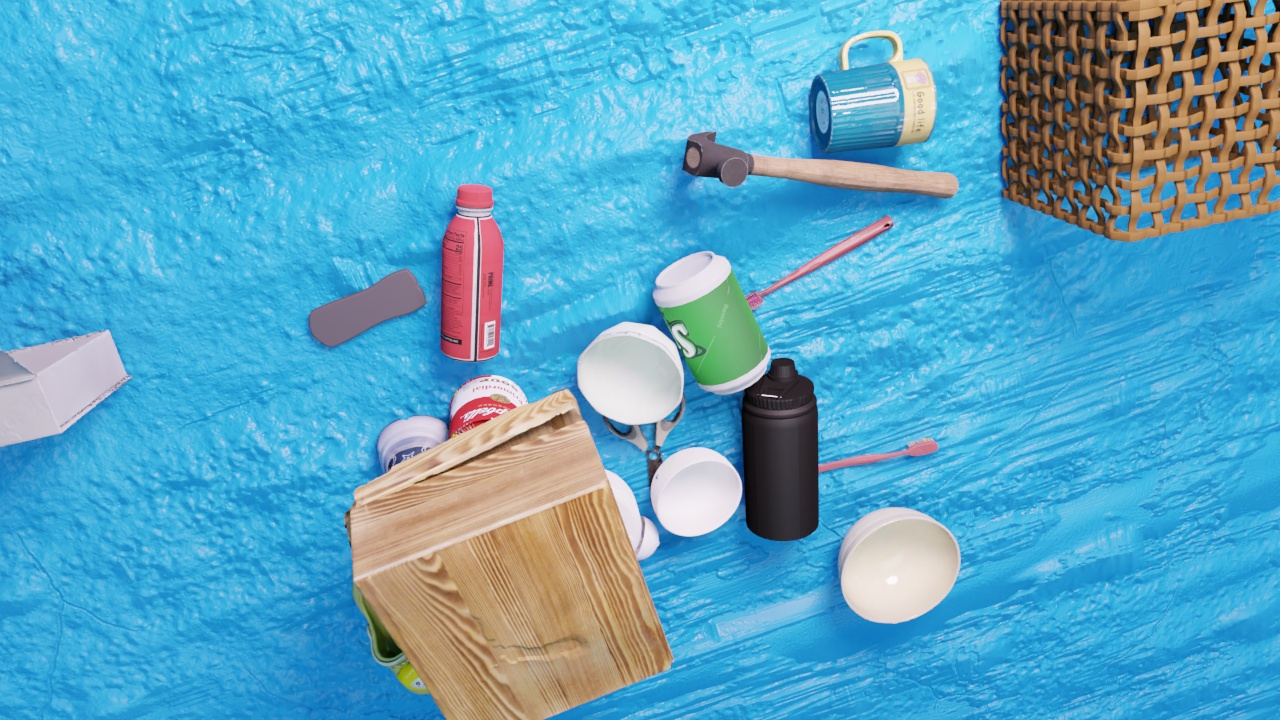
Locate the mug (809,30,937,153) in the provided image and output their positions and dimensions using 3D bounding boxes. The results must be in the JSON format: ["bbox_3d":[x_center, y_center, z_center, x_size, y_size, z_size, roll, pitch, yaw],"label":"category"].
[{"bbox_3d":[0.229,-0.270,0.922,0.107,0.083,0.113,-8,100,-2],"label":"mug"}]

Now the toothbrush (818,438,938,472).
[{"bbox_3d":[0.270,0.120,1.118,0.184,0.015,0.015,-12,113,-1],"label":"toothbrush"}]

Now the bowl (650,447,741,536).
[{"bbox_3d":[0.060,0.148,1.068,0.104,0.054,0.105,-8,118,-16],"label":"bowl"}]

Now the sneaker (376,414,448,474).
[{"bbox_3d":[-0.219,0.201,1.008,0.103,0.132,0.270,-16,114,-5],"label":"sneaker"}]

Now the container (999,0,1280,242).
[{"bbox_3d":[0.519,-0.267,0.887,0.251,0.219,0.214,-12,113,-4],"label":"container"}]

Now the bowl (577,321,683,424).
[{"bbox_3d":[-0.006,0.006,0.993,0.117,0.061,0.118,7,125,10],"label":"bowl"}]

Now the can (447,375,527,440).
[{"bbox_3d":[-0.161,0.076,0.975,0.086,0.116,0.087,-3,112,-8],"label":"can"}]

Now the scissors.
[{"bbox_3d":[0.019,0.095,1.067,0.163,0.012,0.154,38,102,-22],"label":"scissors"}]

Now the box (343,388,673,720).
[{"bbox_3d":[-0.126,0.210,0.895,0.245,0.168,0.279,-22,129,-8],"label":"box"}]

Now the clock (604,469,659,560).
[{"bbox_3d":[-0.061,0.194,1.062,0.125,0.072,0.161,-38,112,7],"label":"clock"}]

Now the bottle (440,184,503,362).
[{"bbox_3d":[-0.172,-0.090,0.937,0.062,0.062,0.177,2,111,-10],"label":"bottle"}]

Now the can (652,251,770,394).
[{"bbox_3d":[0.077,-0.039,0.982,0.088,0.087,0.140,-27,113,2],"label":"can"}]

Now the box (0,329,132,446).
[{"bbox_3d":[-0.596,0.021,0.715,0.166,0.479,0.119,-13,86,-4],"label":"box"}]

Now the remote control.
[{"bbox_3d":[-0.288,-0.054,0.962,0.124,0.009,0.046,-24,113,1],"label":"remote control"}]

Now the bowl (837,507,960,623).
[{"bbox_3d":[0.308,0.242,1.137,0.150,0.075,0.151,-3,111,-8],"label":"bowl"}]

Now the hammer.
[{"bbox_3d":[0.190,-0.192,0.938,0.305,0.132,0.040,1,112,-22],"label":"hammer"}]

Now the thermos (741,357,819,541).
[{"bbox_3d":[0.160,0.099,1.051,0.086,0.086,0.199,-7,112,-6],"label":"thermos"}]

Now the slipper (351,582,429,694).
[{"bbox_3d":[-0.272,0.323,1.078,0.091,0.081,0.190,-24,111,-2],"label":"slipper"}]

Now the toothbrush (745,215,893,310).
[{"bbox_3d":[0.194,-0.106,1.012,0.190,0.016,0.016,-30,112,4],"label":"toothbrush"}]
